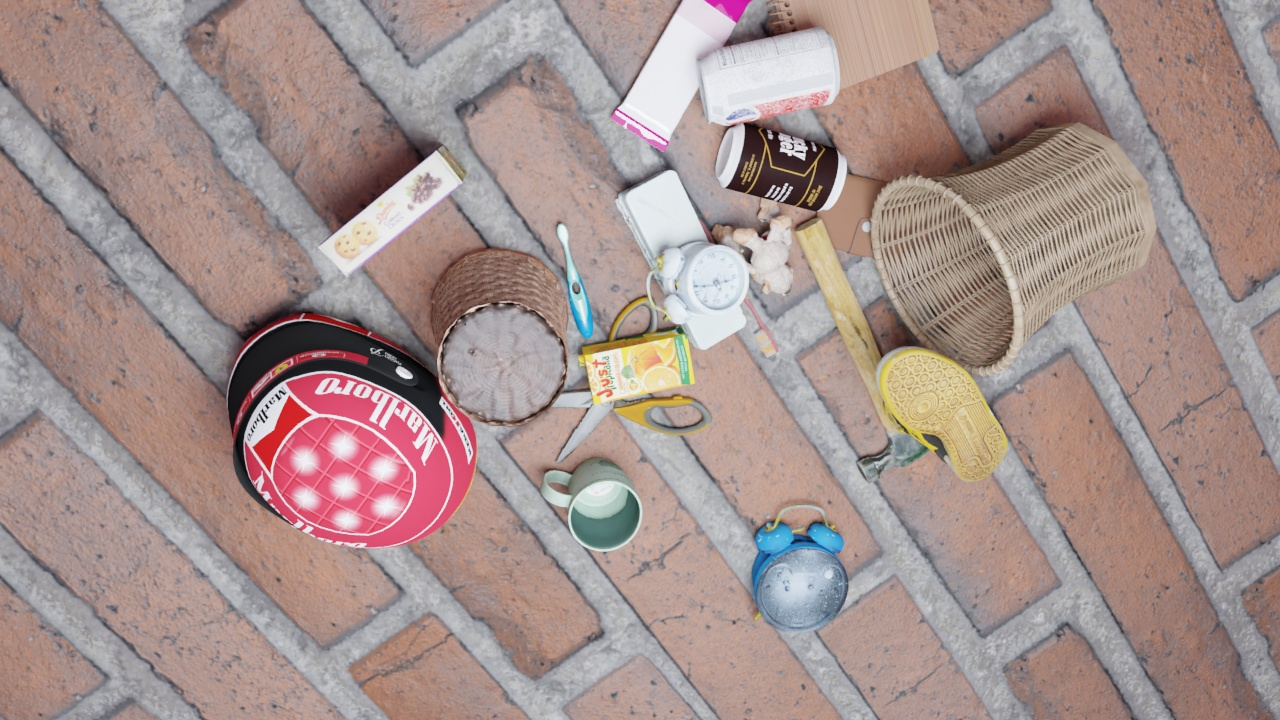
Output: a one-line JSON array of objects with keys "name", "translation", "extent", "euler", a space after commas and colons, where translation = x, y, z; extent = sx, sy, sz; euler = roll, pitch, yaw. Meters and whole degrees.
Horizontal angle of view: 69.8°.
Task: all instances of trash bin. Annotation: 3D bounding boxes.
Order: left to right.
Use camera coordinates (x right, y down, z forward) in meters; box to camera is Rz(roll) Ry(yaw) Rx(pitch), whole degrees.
[{"name": "trash bin", "translation": [-0.144, -0.028, 0.932], "extent": [0.151, 0.210, 0.151], "euler": [-2, 104, -8]}]

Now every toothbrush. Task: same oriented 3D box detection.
[{"name": "toothbrush", "translation": [-0.074, -0.089, 1.029], "extent": [0.022, 0.017, 0.135], "euler": [-14, 109, -5]}, {"name": "toothbrush", "translation": [0.109, -0.083, 1.055], "extent": [0.015, 0.015, 0.184], "euler": [-34, 106, -9]}]

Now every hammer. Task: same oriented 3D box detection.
[{"name": "hammer", "translation": [0.263, -0.016, 1.081], "extent": [0.132, 0.033, 0.330], "euler": [-28, 109, 1]}]

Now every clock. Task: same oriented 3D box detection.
[{"name": "clock", "translation": [0.058, -0.083, 0.975], "extent": [0.117, 0.057, 0.083], "euler": [-13, 102, -22]}, {"name": "clock", "translation": [0.196, 0.256, 1.137], "extent": [0.116, 0.060, 0.161], "euler": [4, 103, -8]}]

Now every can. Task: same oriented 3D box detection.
[{"name": "can", "translation": [0.131, -0.292, 0.948], "extent": [0.136, 0.078, 0.078], "euler": [-11, 106, 3]}, {"name": "can", "translation": [0.151, -0.209, 0.997], "extent": [0.128, 0.072, 0.072], "euler": [12, 103, -11]}]

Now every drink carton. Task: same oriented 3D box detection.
[{"name": "drink carton", "translation": [-0.006, 0.006, 1.031], "extent": [0.122, 0.041, 0.058], "euler": [-12, 106, -5]}]

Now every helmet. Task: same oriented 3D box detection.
[{"name": "helmet", "translation": [-0.297, 0.076, 0.933], "extent": [0.271, 0.224, 0.198], "euler": [35, 97, -17]}]

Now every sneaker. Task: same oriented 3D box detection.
[{"name": "sneaker", "translation": [0.308, 0.036, 1.011], "extent": [0.086, 0.122, 0.238], "euler": [-44, 127, 6]}]

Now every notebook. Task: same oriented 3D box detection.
[{"name": "notebook", "translation": [0.214, -0.404, 0.979], "extent": [0.169, 0.022, 0.210], "euler": [-21, 107, -3]}]

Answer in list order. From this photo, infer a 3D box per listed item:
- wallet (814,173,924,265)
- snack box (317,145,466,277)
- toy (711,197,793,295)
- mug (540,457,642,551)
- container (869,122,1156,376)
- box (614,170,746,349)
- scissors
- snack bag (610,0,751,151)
[{"name": "wallet", "translation": [0.261, -0.163, 1.055], "extent": [0.121, 0.013, 0.087], "euler": [12, 103, -11]}, {"name": "snack box", "translation": [-0.242, -0.153, 0.917], "extent": [0.143, 0.148, 0.040], "euler": [-38, 107, 2]}, {"name": "toy", "translation": [0.144, -0.122, 1.030], "extent": [0.085, 0.074, 0.106], "euler": [-35, 113, -14]}, {"name": "mug", "translation": [-0.060, 0.154, 1.048], "extent": [0.111, 0.104, 0.084], "euler": [16, 102, -13]}, {"name": "container", "translation": [0.394, -0.126, 0.978], "extent": [0.196, 0.227, 0.227], "euler": [-27, 107, -12]}, {"name": "box", "translation": [0.049, -0.111, 1.020], "extent": [0.085, 0.070, 0.199], "euler": [-24, 107, 19]}, {"name": "scissors", "translation": [-0.023, 0.027, 1.065], "extent": [0.225, 0.016, 0.226], "euler": [3, 104, -9]}, {"name": "snack bag", "translation": [0.047, -0.326, 0.979], "extent": [0.070, 0.016, 0.197], "euler": [29, 99, -15]}]
